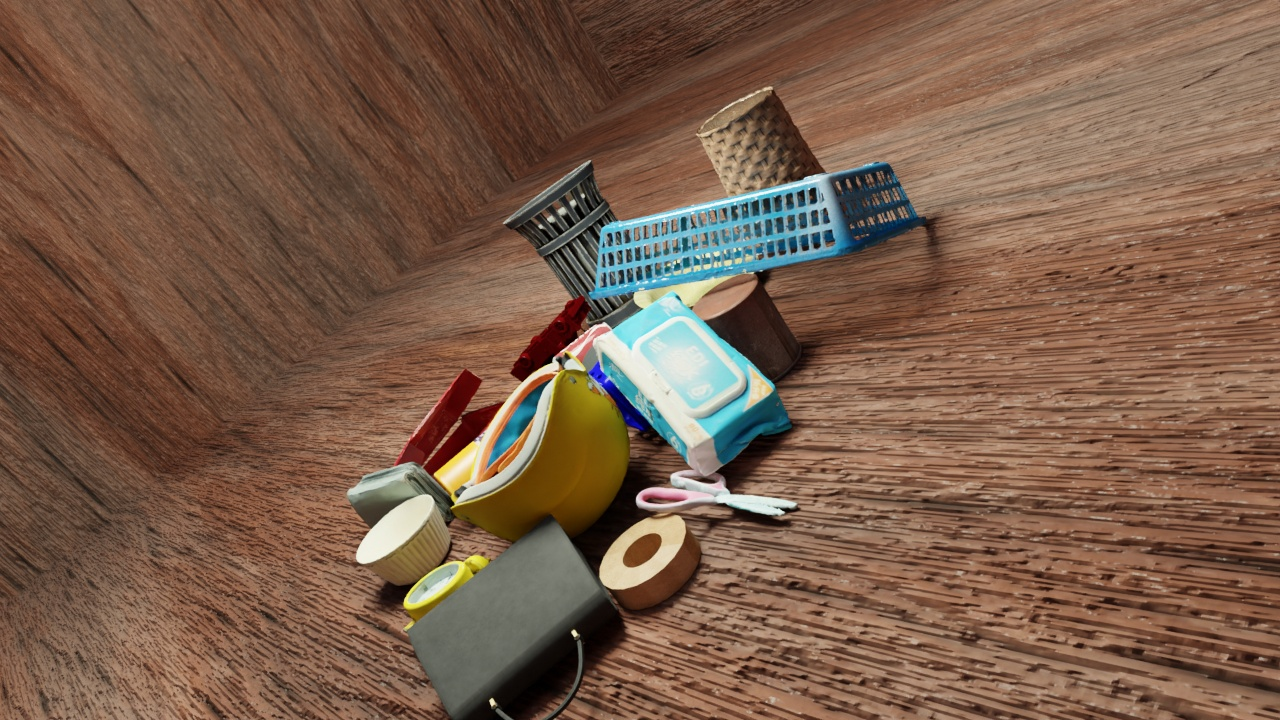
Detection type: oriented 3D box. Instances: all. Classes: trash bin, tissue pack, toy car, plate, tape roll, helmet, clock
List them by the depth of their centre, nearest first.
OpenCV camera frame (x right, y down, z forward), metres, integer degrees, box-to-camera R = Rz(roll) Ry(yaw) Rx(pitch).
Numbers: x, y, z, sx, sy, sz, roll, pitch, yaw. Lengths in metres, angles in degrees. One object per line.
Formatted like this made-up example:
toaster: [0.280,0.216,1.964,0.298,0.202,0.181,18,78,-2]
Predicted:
tape roll: [0.009,0.185,0.849,0.094,0.027,0.093,-30,22,13]
tissue pack: [0.051,0.023,0.958,0.116,0.066,0.209,-32,59,-17]
clock: [-0.201,0.251,0.980,0.083,0.057,0.118,-25,15,23]
helmet: [-0.094,0.110,1.008,0.209,0.139,0.240,-52,12,2]
trash bin: [0.180,-0.263,1.295,0.151,0.210,0.151,-29,21,12]
plate: [0.084,-0.103,1.312,0.184,0.036,0.184,-17,26,8]
toy car: [-0.131,-0.024,1.421,0.170,0.062,0.070,-41,14,38]
trash bin: [-0.079,-0.169,1.433,0.164,0.227,0.164,-33,15,10]

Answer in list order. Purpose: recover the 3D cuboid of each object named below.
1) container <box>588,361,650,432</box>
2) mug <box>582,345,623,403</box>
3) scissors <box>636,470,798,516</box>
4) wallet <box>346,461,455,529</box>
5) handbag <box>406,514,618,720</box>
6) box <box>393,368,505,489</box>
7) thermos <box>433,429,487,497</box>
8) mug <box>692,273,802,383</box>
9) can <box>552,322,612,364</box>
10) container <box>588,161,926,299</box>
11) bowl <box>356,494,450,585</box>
container: [0.005,0.010,1.072,0.113,0.085,0.084,-48,21,-11]
mug: [-0.007,0.007,1.166,0.121,0.085,0.094,-44,23,-10]
scissors: [0.085,0.124,0.871,0.179,0.016,0.101,-3,14,39]
wallet: [-0.319,0.189,1.229,0.132,0.100,0.054,-22,32,34]
handbag: [-0.101,0.255,0.819,0.175,0.072,0.196,-38,26,-9]
box: [-0.259,0.124,1.305,0.137,0.126,0.156,-42,13,47]
thermos: [-0.155,0.100,1.194,0.232,0.076,0.091,-40,-4,-15]
mug: [0.115,-0.036,1.057,0.096,0.110,0.123,-34,21,-12]
can: [-0.079,-0.010,1.355,0.096,0.054,0.054,-39,22,-10]
container: [0.135,-0.163,1.132,0.363,0.089,0.256,-7,10,36]
bowl: [-0.287,0.230,1.142,0.115,0.062,0.115,-30,22,13]
